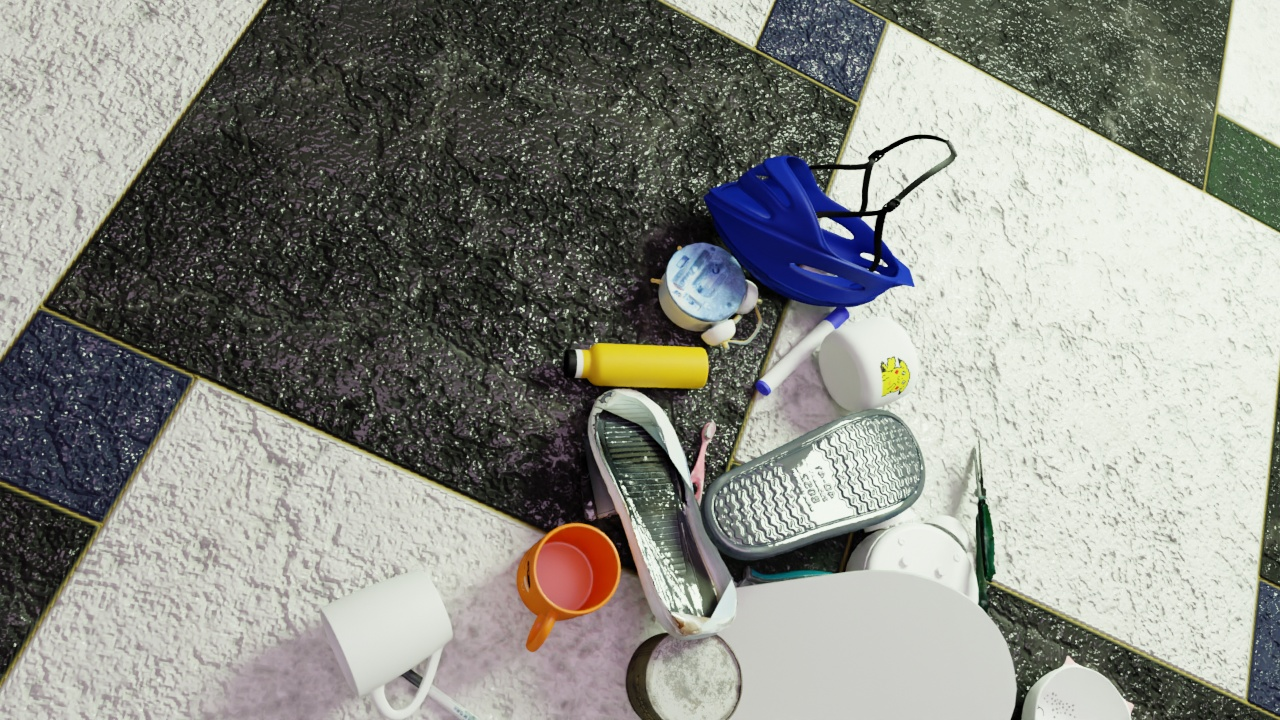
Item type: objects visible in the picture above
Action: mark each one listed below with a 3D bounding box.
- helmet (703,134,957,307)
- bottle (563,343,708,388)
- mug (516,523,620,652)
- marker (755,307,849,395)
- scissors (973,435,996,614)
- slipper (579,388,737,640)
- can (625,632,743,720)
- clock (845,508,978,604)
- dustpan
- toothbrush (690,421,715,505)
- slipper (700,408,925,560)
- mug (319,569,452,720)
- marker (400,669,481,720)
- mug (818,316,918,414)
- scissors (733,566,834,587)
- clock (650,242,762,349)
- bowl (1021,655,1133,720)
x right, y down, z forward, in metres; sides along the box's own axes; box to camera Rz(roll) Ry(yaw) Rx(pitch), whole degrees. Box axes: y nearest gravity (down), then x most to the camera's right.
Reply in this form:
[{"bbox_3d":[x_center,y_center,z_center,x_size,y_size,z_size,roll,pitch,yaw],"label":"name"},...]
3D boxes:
[{"bbox_3d":[0.206,-0.163,0.959,0.241,0.228,0.147,29,33,-13],"label":"helmet"},{"bbox_3d":[-0.006,0.005,0.935,0.143,0.043,0.043,2,71,-15],"label":"bottle"},{"bbox_3d":[-0.073,0.207,0.819,0.077,0.096,0.112,27,67,-6],"label":"mug"},{"bbox_3d":[0.179,-0.012,1.006,0.141,0.020,0.020,-41,86,-23],"label":"marker"},{"bbox_3d":[0.364,0.178,0.980,0.015,0.137,0.209,-1,38,18],"label":"scissors"},{"bbox_3d":[0.006,0.143,0.871,0.111,0.063,0.263,2,50,-37],"label":"slipper"},{"bbox_3d":[0.038,0.291,0.834,0.089,0.075,0.089,5,69,-14],"label":"can"},{"bbox_3d":[0.277,0.226,0.925,0.125,0.073,0.160,17,68,-10],"label":"clock"},{"bbox_3d":[0.209,0.295,0.856,0.258,0.053,0.191,-12,77,15],"label":"dustpan"},{"bbox_3d":[0.055,0.123,0.928,0.021,0.016,0.134,20,67,-7],"label":"toothbrush"},{"bbox_3d":[0.170,0.135,0.913,0.267,0.084,0.110,-17,68,-26],"label":"slipper"},{"bbox_3d":[-0.208,0.243,0.780,0.087,0.081,0.114,-23,87,-28],"label":"mug"},{"bbox_3d":[-0.152,0.314,0.807,0.152,0.011,0.011,37,66,-1],"label":"marker"},{"bbox_3d":[0.242,0.015,0.982,0.068,0.094,0.116,-18,115,-19],"label":"mug"},{"bbox_3d":[0.135,0.234,0.912,0.154,0.019,0.126,-33,82,-21],"label":"scissors"},{"bbox_3d":[0.075,-0.067,0.978,0.125,0.052,0.088,40,65,0],"label":"clock"},{"bbox_3d":[0.434,0.371,0.932,0.114,0.051,0.114,5,71,-14],"label":"bowl"}]
